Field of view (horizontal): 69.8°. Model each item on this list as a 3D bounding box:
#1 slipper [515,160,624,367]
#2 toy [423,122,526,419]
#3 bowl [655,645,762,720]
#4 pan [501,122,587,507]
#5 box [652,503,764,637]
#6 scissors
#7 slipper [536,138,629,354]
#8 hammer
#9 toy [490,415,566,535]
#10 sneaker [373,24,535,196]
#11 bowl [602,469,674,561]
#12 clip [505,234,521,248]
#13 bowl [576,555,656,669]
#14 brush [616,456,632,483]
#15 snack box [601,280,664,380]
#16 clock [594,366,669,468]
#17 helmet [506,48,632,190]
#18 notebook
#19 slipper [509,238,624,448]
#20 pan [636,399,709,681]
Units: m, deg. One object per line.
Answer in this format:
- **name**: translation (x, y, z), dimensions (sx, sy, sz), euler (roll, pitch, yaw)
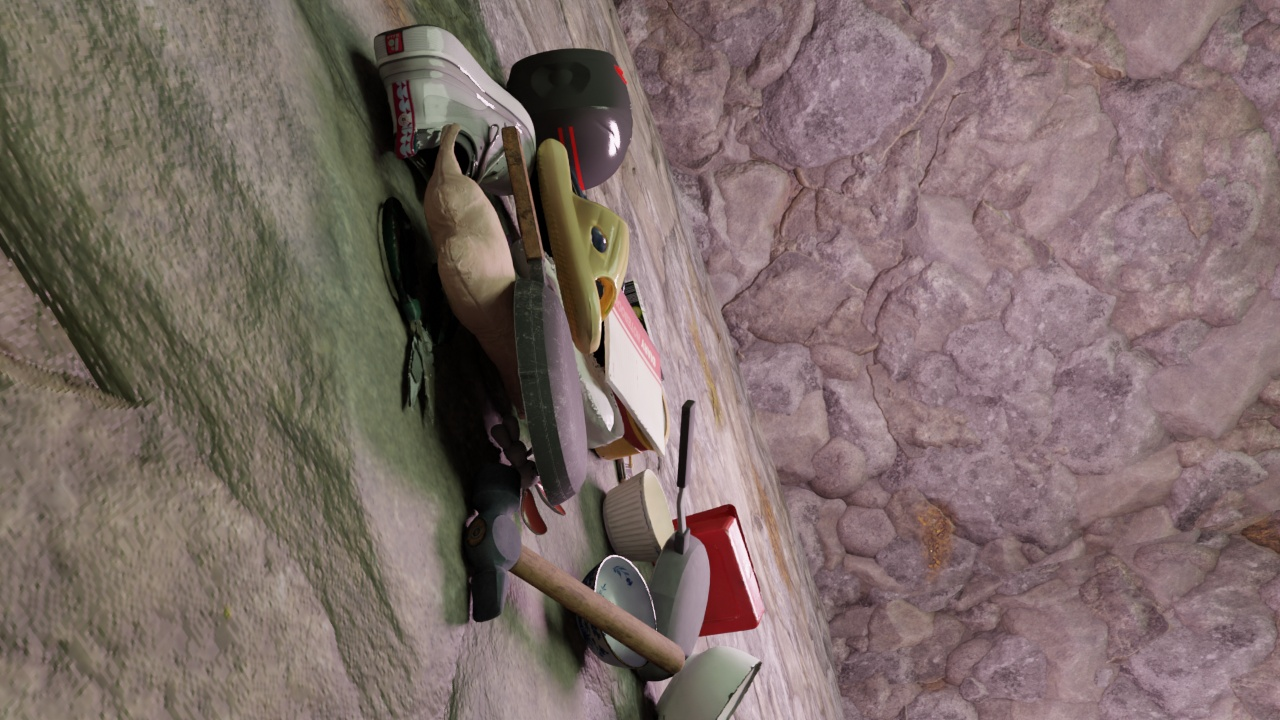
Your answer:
- **slipper**: translation (-0.071, -0.126, 1.125), dimensions (0.083, 0.109, 0.266), euler (-40, 122, -42)
- **toy**: translation (-0.134, -0.068, 0.853), dimensions (0.264, 0.065, 0.195), euler (67, 18, -65)
- **bowl**: translation (0.070, 0.394, 1.065), dimensions (0.073, 0.153, 0.153), euler (32, -2, 20)
- **pan**: translation (-0.087, -0.049, 0.821), dimensions (0.208, 0.040, 0.356), euler (79, 4, -80)
- **box**: translation (0.094, 0.300, 1.286), dimensions (0.112, 0.135, 0.157), euler (-64, 135, -75)
- **scissors**: translation (-0.186, -0.046, 0.746), dimensions (0.209, 0.015, 0.142), euler (-96, 167, -49)
- **slipper**: translation (-0.054, -0.124, 0.960), dimensions (0.111, 0.079, 0.261), euler (102, -24, -58)
- **hammer**: translation (-0.046, 0.222, 0.827), dimensions (0.322, 0.040, 0.129), euler (46, 30, -42)
- **toy**: translation (-0.107, 0.106, 0.859), dimensions (0.049, 0.030, 0.112), euler (-37, 110, -47)
- **sneaker**: translation (-0.170, -0.202, 0.890), dimensions (0.263, 0.097, 0.128), euler (43, 43, -70)
- **bowl**: translation (-0.004, 0.198, 1.131), dimensions (0.115, 0.062, 0.115), euler (-17, 89, -79)
- **clip**: translation (-0.136, -0.127, 1.061), dimensions (0.052, 0.042, 0.014), euler (55, 15, -17)
- **bowl**: translation (-0.032, 0.258, 0.927), dimensions (0.114, 0.045, 0.114), euler (46, 31, -39)
- **brush**: translation (-0.018, 0.164, 1.240), dimensions (0.039, 0.012, 0.151), euler (52, 25, -60)
- **snack box**: translation (-0.025, -0.032, 1.317), dimensions (0.025, 0.080, 0.147), euler (15, 59, -76)
- **clock**: translation (-0.025, 0.053, 1.190), dimensions (0.117, 0.081, 0.158), euler (44, 37, -48)
- **helmet**: translation (-0.092, -0.306, 1.194), dimensions (0.264, 0.164, 0.170), euler (-94, 177, -83)
- **notebook**: translation (-0.006, 0.006, 1.095), dimensions (0.209, 0.012, 0.152), euler (58, 26, -56)
- **slipper**: translation (-0.091, -0.019, 1.000), dimensions (0.112, 0.074, 0.246), euler (61, 8, -80)
- **pan**: translation (0.049, 0.211, 1.053), dimensions (0.178, 0.041, 0.358), euler (-45, 141, -60)
